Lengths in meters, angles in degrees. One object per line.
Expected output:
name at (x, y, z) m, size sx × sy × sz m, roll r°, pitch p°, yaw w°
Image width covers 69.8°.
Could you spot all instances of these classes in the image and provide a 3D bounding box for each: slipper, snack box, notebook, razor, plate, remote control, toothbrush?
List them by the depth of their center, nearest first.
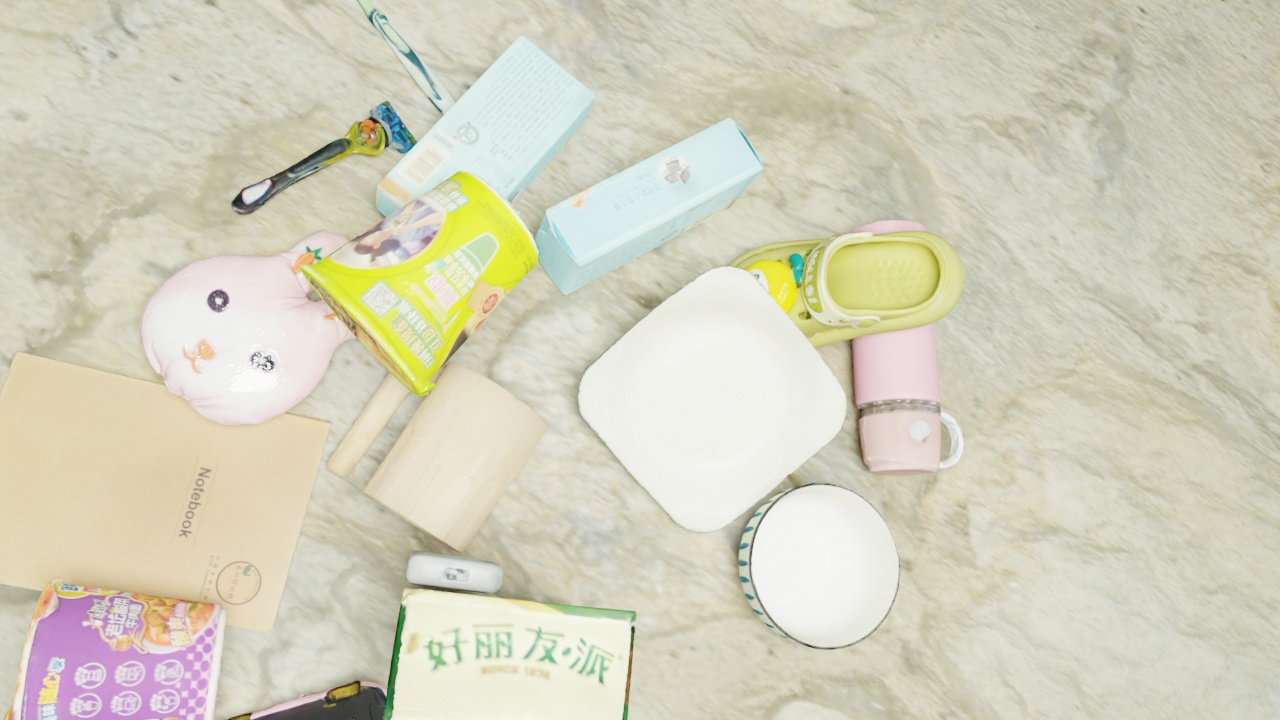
snack box at (-0.084, 0.169, 0.531) m, size 0.114 × 0.240 × 0.063 m, roll 9°, pitch 74°, yaw -11°
remote control at (-0.121, 0.134, 0.584) m, size 0.056 × 0.136 × 0.020 m, roll 9°, pitch 77°, yaw -13°
notebook at (-0.330, 0.087, 0.611) m, size 0.207 × 0.008 × 0.147 m, roll 14°, pitch 75°, yaw -10°
razor at (-0.238, -0.148, 0.681) m, size 0.142 × 0.022 × 0.042 m, roll -34°, pitch 86°, yaw -18°
plate at (0.053, 0.029, 0.683) m, size 0.163 × 0.034 × 0.164 m, roll -39°, pitch 101°, yaw 2°
slipper at (0.142, -0.061, 0.690) m, size 0.191 × 0.081 × 0.091 m, roll -7°, pitch 73°, yaw 18°
snack box at (-0.116, -0.158, 0.697) m, size 0.074 × 0.052 × 0.174 m, roll 39°, pitch 73°, yaw -5°
snack box at (0.005, -0.118, 0.705) m, size 0.174 × 0.074 × 0.051 m, roll -31°, pitch 85°, yaw -18°
toothbrush at (-0.202, -0.265, 0.718) m, size 0.016 × 0.018 × 0.191 m, roll -38°, pitch 88°, yaw -19°

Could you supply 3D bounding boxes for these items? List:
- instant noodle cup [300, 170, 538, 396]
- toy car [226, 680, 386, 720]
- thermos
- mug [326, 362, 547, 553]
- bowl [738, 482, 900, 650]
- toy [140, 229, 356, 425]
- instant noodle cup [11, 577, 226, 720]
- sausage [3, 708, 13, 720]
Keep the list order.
instant noodle cup at (-0.135, -0.057, 0.600) m, size 0.123 × 0.112 × 0.111 m, roll -44°, pitch 90°, yaw -15°
toy car at (-0.217, 0.244, 0.590) m, size 0.122 × 0.037 × 0.056 m, roll -15°, pitch 78°, yaw -4°
thermos at (0.212, -0.008, 0.735) m, size 0.087 × 0.067 × 0.198 m, roll 2°, pitch 76°, yaw -16°
mug at (-0.143, 0.058, 0.633) m, size 0.125 × 0.084 × 0.103 m, roll 26°, pitch 72°, yaw 19°
bowl at (0.123, 0.150, 0.677) m, size 0.116 × 0.066 × 0.116 m, roll 3°, pitch 78°, yaw -14°
toy at (-0.256, -0.029, 0.635) m, size 0.159 × 0.054 × 0.121 m, roll -38°, pitch 89°, yaw -27°
instant noodle cup at (-0.304, 0.188, 0.547) m, size 0.099 × 0.112 × 0.111 m, roll 8°, pitch 75°, yaw -20°
sausage at (-0.384, 0.286, 0.545) m, size 0.021 × 0.021 × 0.165 m, roll 8°, pitch 76°, yaw -12°
